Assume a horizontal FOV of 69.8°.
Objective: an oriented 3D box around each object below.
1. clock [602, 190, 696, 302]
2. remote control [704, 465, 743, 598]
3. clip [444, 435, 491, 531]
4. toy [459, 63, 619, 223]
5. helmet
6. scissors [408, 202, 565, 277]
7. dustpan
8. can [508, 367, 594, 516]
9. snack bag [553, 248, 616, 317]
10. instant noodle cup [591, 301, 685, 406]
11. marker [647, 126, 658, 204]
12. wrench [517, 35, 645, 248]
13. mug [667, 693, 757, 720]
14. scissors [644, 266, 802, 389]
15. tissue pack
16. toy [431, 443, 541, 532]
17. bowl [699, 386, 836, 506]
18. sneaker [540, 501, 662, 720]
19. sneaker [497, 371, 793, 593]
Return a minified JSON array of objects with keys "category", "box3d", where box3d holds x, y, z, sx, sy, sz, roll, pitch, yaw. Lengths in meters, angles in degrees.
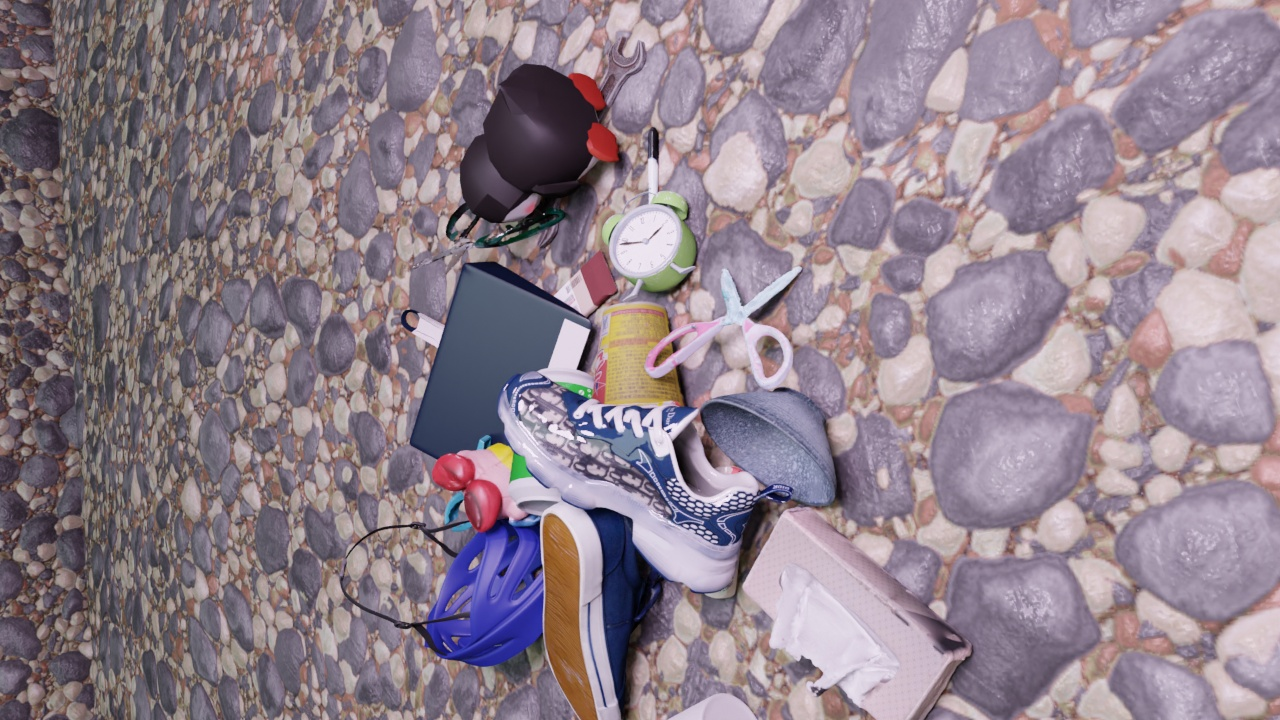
[{"category":"clock","box3d":[0.010,-0.118,0.919,0.094,0.042,0.119,-23,63,18]},{"category":"remote control","box3d":[0.079,0.163,0.872,0.038,0.018,0.125,7,91,45]},{"category":"clip","box3d":[-0.180,0.159,1.058,0.097,0.026,0.116,45,111,12]},{"category":"toy","box3d":[-0.138,-0.225,1.002,0.185,0.140,0.159,-37,58,39]},{"category":"helmet","box3d":[-0.197,0.236,0.999,0.242,0.227,0.147,-44,32,33]},{"category":"scissors","box3d":[-0.183,-0.160,1.091,0.202,0.015,0.205,-20,33,7]},{"category":"dustpan","box3d":[-0.195,0.003,1.096,0.273,0.080,0.236,25,106,16]},{"category":"can","box3d":[-0.085,0.085,0.942,0.088,0.087,0.139,-19,57,43]},{"category":"snack bag","box3d":[-0.083,-0.057,1.045,0.158,0.013,0.057,-41,59,35]},{"category":"instant noodle cup","box3d":[-0.005,0.005,0.916,0.101,0.100,0.112,-20,66,42]},{"category":"marker","box3d":[0.013,-0.168,0.957,0.011,0.011,0.152,-3,87,45]},{"category":"wrench","box3d":[-0.071,-0.244,1.045,0.070,0.010,0.274,52,122,33]},{"category":"mug","box3d":[0.065,0.374,0.842,0.112,0.078,0.097,49,125,2]},{"category":"scissors","box3d":[0.083,-0.024,0.826,0.170,0.013,0.176,-36,38,6]},{"category":"tissue pack","box3d":[0.164,0.215,0.754,0.181,0.071,0.104,40,114,34]},{"category":"toy","box3d":[-0.135,0.122,0.983,0.124,0.131,0.097,39,121,30]},{"category":"bowl","box3d":[0.123,0.061,0.792,0.137,0.137,0.057,19,62,44]},{"category":"sneaker","box3d":[-0.022,0.257,0.929,0.121,0.127,0.295,30,128,46]},{"category":"sneaker","box3d":[0.000,0.078,0.816,0.269,0.103,0.133,37,117,8]}]
